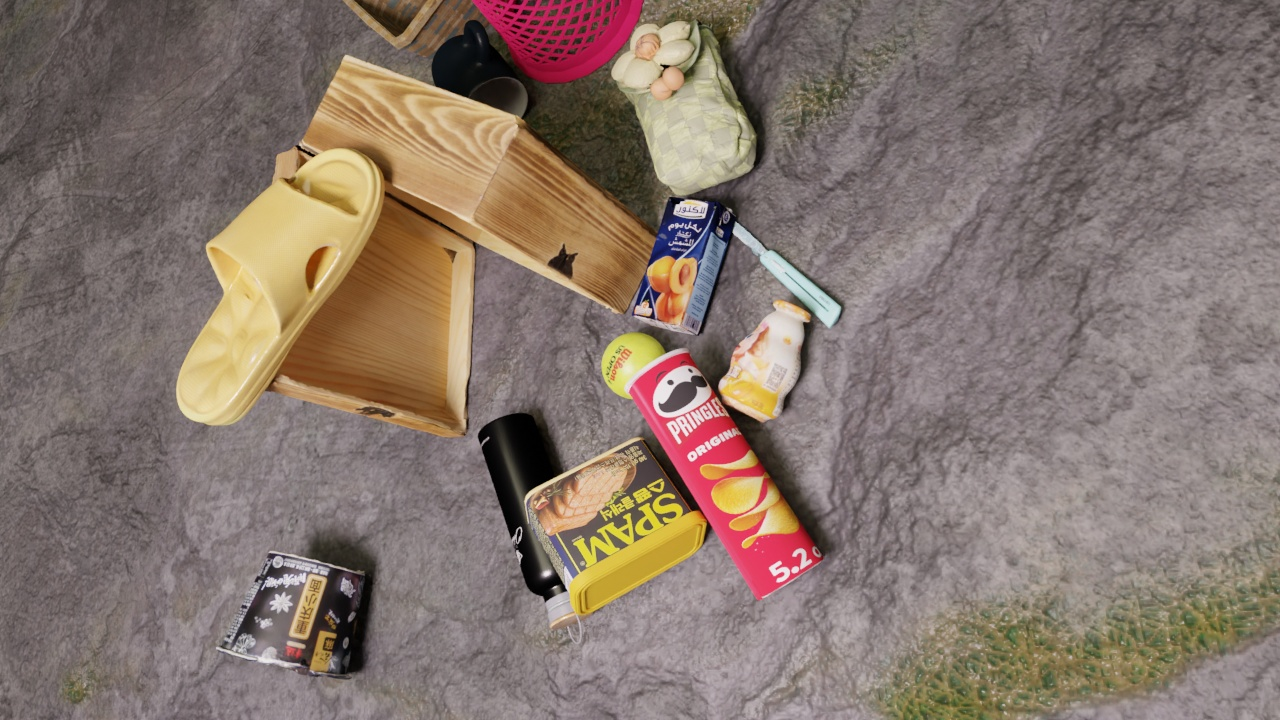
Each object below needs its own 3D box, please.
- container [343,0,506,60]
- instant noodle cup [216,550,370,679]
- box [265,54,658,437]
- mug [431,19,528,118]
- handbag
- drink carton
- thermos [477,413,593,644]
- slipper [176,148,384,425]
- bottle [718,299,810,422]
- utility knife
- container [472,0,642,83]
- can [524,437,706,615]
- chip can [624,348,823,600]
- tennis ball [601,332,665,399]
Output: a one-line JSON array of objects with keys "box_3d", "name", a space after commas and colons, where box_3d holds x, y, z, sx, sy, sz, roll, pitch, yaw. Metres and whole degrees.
[{"box_3d": [-0.245, -0.495, 1.078, 0.250, 0.186, 0.157, -49, 61, 7], "name": "container"}, {"box_3d": [-0.361, 0.267, 0.974, 0.137, 0.137, 0.112, 4, 70, 27], "name": "instant noodle cup"}, {"box_3d": [-0.212, -0.082, 0.905, 0.282, 0.279, 0.315, 29, 93, 30], "name": "box"}, {"box_3d": [-0.187, -0.331, 1.048, 0.085, 0.122, 0.094, -23, 60, -23], "name": "mug"}, {"box_3d": [0.040, -0.261, 0.915, 0.113, 0.117, 0.186, -27, 64, 18], "name": "handbag"}, {"box_3d": [0.043, -0.096, 0.910, 0.064, 0.040, 0.130, 14, 84, 35], "name": "drink carton"}, {"box_3d": [-0.098, 0.166, 0.903, 0.061, 0.061, 0.231, -30, 65, 16], "name": "thermos"}, {"box_3d": [-0.313, -0.068, 0.752, 0.099, 0.078, 0.263, 33, 93, 32], "name": "slipper"}, {"box_3d": [0.117, 0.000, 0.839, 0.063, 0.063, 0.108, 25, 88, 29], "name": "bottle"}, {"box_3d": [0.130, -0.094, 0.888, 0.022, 0.015, 0.179, -47, 58, 9], "name": "utility knife"}, {"box_3d": [-0.127, -0.437, 0.982, 0.183, 0.225, 0.183, -7, 74, 25], "name": "container"}, {"box_3d": [-0.025, 0.148, 0.838, 0.135, 0.075, 0.104, -26, 59, -18], "name": "can"}, {"box_3d": [0.072, 0.098, 0.810, 0.069, 0.069, 0.220, -36, 74, 14], "name": "chip can"}, {"box_3d": [-0.005, 0.005, 0.897, 0.065, 0.065, 0.065, -7, 74, 25], "name": "tennis ball"}]
